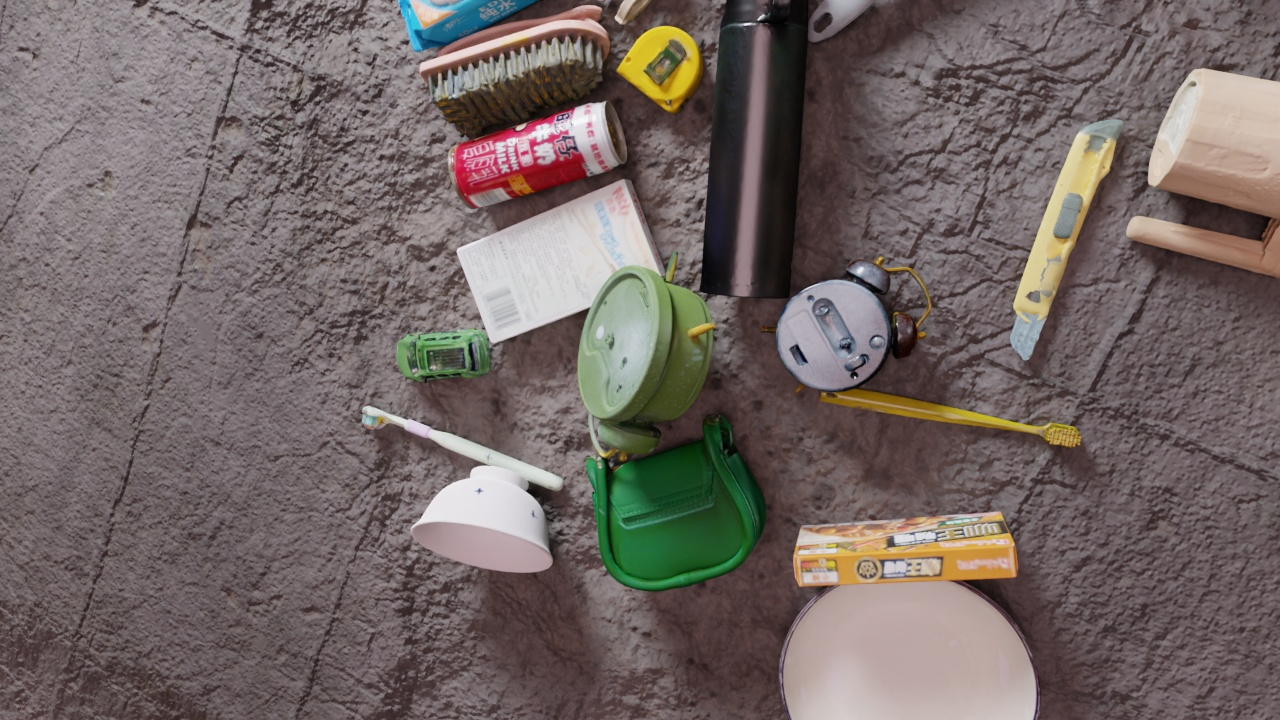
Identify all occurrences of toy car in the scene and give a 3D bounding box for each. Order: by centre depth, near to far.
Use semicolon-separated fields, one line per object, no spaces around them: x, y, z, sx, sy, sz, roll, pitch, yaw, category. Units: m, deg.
-0.169;-0.004;0.773;0.091;0.036;0.043;-4;98;30;toy car

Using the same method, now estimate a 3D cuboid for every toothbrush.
0.231;0.041;0.692;0.190;0.016;0.016;10;100;13;toothbrush
-0.154;0.078;0.796;0.189;0.029;0.020;18;62;10;toothbrush

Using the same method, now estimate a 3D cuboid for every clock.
0.155;-0.026;0.682;0.122;0.055;0.082;-29;90;16;clock
-0.004;0.004;0.694;0.056;0.116;0.162;13;124;-28;clock

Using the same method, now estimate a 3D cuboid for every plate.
0.207;0.248;0.718;0.192;0.039;0.192;2;99;14;plate

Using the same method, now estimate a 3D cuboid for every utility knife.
0.301;-0.086;0.659;0.031;0.019;0.178;19;107;17;utility knife

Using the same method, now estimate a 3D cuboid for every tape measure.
0.018;-0.225;0.700;0.060;0.028;0.057;40;105;5;tape measure

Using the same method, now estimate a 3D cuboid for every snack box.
0.195;0.141;0.686;0.154;0.075;0.026;-7;97;15;snack box
-0.065;-0.079;0.744;0.157;0.026;0.084;-20;93;16;snack box

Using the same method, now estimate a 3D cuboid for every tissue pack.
-0.131;-0.309;0.708;0.140;0.063;0.090;-20;93;16;tissue pack

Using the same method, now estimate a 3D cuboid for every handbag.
0.027;0.115;0.729;0.131;0.068;0.120;-20;92;16;handbag

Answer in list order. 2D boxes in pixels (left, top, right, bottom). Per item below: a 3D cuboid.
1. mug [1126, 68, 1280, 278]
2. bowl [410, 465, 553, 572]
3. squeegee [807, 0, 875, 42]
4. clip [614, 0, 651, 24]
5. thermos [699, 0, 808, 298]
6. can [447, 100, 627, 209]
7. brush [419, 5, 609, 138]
0.395;-0.121;0.601;0.103;0.084;0.125;17;128;13;mug
-0.124;0.127;0.764;0.118;0.118;0.064;4;60;14;bowl
0.216;-0.307;0.633;0.247;0.039;0.246;-36;88;17;squeegee
0.006;-0.299;0.685;0.097;0.060;0.034;-41;87;27;clip
0.083;-0.167;0.661;0.068;0.090;0.242;3;100;1;thermos
-0.080;-0.161;0.722;0.133;0.053;0.053;-13;95;16;can
-0.094;-0.231;0.714;0.146;0.063;0.073;-14;64;14;brush
